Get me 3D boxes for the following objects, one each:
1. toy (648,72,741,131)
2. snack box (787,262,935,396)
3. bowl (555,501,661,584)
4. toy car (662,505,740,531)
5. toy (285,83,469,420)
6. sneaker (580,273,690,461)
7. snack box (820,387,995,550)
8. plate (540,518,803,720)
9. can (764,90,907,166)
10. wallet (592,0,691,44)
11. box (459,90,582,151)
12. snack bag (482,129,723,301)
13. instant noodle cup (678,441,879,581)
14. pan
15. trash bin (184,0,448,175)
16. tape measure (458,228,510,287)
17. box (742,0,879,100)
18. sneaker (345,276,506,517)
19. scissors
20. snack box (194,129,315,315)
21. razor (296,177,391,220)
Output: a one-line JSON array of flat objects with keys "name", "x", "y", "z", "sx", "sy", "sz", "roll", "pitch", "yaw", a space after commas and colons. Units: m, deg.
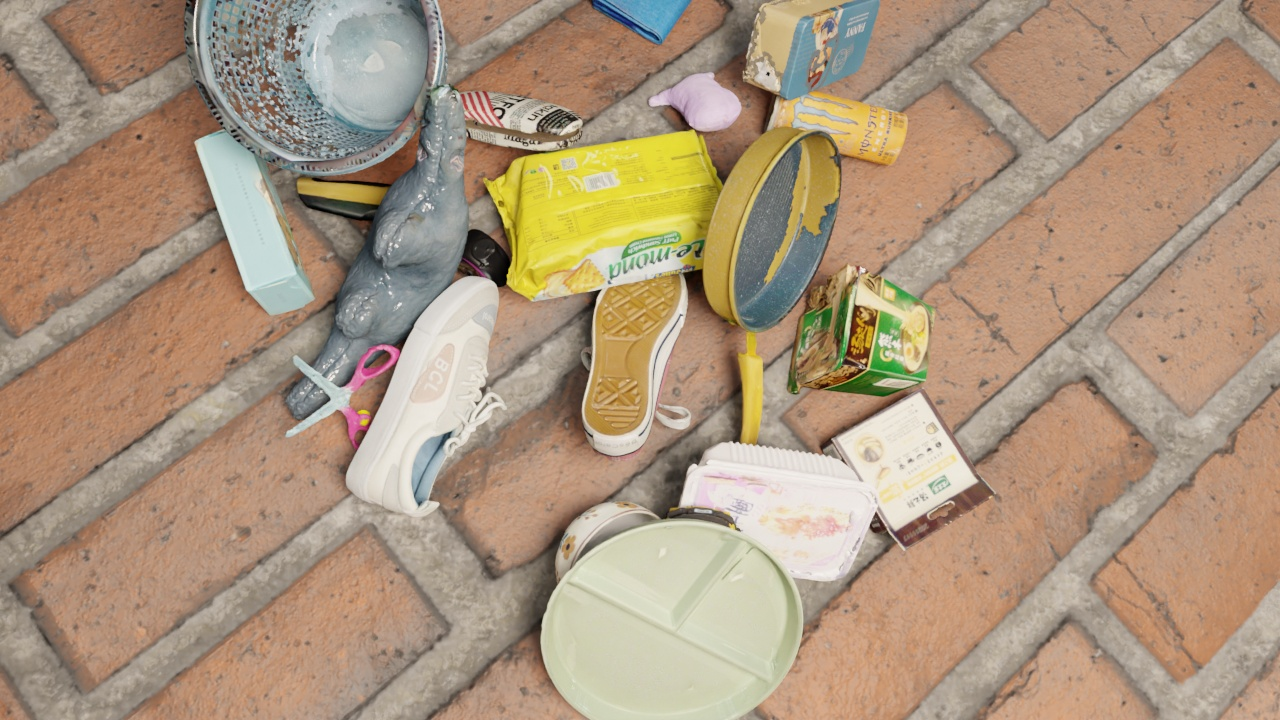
[{"name": "toy", "x": 0.065, "y": -0.278, "z": 0.989, "sx": 0.083, "sy": 0.039, "sz": 0.108, "roll": -26, "pitch": 45, "yaw": -9}, {"name": "snack box", "x": 0.225, "y": -0.018, "z": 0.915, "sx": 0.105, "sy": 0.118, "sz": 0.117, "roll": 17, "pitch": 73, "yaw": -11}, {"name": "bowl", "x": -0.034, "y": 0.178, "z": 0.849, "sx": 0.113, "sy": 0.113, "sz": 0.062, "roll": -46, "pitch": 40, "yaw": -15}, {"name": "toy car", "x": 0.049, "y": 0.201, "z": 0.834, "sx": 0.071, "sy": 0.041, "sz": 0.156, "roll": 6, "pitch": 111, "yaw": 0}, {"name": "toy", "x": -0.227, "y": -0.095, "z": 0.861, "sx": 0.091, "sy": 0.137, "sz": 0.357, "roll": 37, "pitch": 114, "yaw": 9}, {"name": "sneaker", "x": -0.005, "y": 0.005, "z": 0.897, "sx": 0.118, "sy": 0.088, "sz": 0.240, "roll": 5, "pitch": 50, "yaw": 8}, {"name": "snack box", "x": 0.262, "y": 0.108, "z": 0.907, "sx": 0.113, "sy": 0.053, "sz": 0.125, "roll": -27, "pitch": 79, "yaw": -12}, {"name": "plate", "x": 0.028, "y": 0.235, "z": 0.806, "sx": 0.230, "sy": 0.027, "sz": 0.230, "roll": -2, "pitch": 112, "yaw": -4}, {"name": "can", "x": 0.213, "y": -0.257, "z": 1.001, "sx": 0.146, "sy": 0.058, "sz": 0.058, "roll": 14, "pitch": 74, "yaw": -1}, {"name": "wallet", "x": 0.014, "y": -0.438, "z": 1.047, "sx": 0.106, "sy": 0.040, "sz": 0.133, "roll": 33, "pitch": 74, "yaw": 0}, {"name": "box", "x": -0.136, "y": -0.255, "z": 0.950, "sx": 0.164, "sy": 0.060, "sz": 0.071, "roll": 16, "pitch": 57, "yaw": 20}, {"name": "snack bag", "x": -0.026, "y": -0.154, "z": 0.927, "sx": 0.246, "sy": 0.068, "sz": 0.157, "roll": -12, "pitch": 57, "yaw": -8}, {"name": "instant noodle cup", "x": 0.121, "y": 0.135, "z": 0.858, "sx": 0.173, "sy": 0.138, "sz": 0.060, "roll": 9, "pitch": 40, "yaw": -1}, {"name": "pan", "x": 0.119, "y": -0.044, "z": 0.883, "sx": 0.078, "sy": 0.197, "sz": 0.358, "roll": 25, "pitch": 104, "yaw": 30}, {"name": "trash bin", "x": -0.278, "y": -0.295, "z": 0.880, "sx": 0.226, "sy": 0.195, "sz": 0.227, "roll": 1, "pitch": 103, "yaw": 2}, {"name": "tape measure", "x": -0.162, "y": -0.102, "z": 0.928, "sx": 0.058, "sy": 0.057, "sz": 0.039, "roll": 28, "pitch": 70, "yaw": 36}, {"name": "box", "x": 0.186, "y": -0.342, "z": 0.976, "sx": 0.062, "sy": 0.090, "sz": 0.183, "roll": 34, "pitch": 46, "yaw": 27}, {"name": "sneaker", "x": -0.181, "y": 0.033, "z": 0.869, "sx": 0.091, "sy": 0.089, "sz": 0.242, "roll": 21, "pitch": 77, "yaw": 17}, {"name": "scissors", "x": -0.273, "y": 0.036, "z": 0.856, "sx": 0.133, "sy": 0.133, "sz": 0.017, "roll": -37, "pitch": 38, "yaw": 0}, {"name": "snack box", "x": -0.381, "y": -0.138, "z": 0.910, "sx": 0.051, "sy": 0.074, "sz": 0.174, "roll": -21, "pitch": 78, "yaw": -10}, {"name": "razor", "x": -0.268, "y": -0.167, "z": 0.941, "sx": 0.167, "sy": 0.062, "sz": 0.068, "roll": 7, "pitch": 106, "yaw": 3}]
